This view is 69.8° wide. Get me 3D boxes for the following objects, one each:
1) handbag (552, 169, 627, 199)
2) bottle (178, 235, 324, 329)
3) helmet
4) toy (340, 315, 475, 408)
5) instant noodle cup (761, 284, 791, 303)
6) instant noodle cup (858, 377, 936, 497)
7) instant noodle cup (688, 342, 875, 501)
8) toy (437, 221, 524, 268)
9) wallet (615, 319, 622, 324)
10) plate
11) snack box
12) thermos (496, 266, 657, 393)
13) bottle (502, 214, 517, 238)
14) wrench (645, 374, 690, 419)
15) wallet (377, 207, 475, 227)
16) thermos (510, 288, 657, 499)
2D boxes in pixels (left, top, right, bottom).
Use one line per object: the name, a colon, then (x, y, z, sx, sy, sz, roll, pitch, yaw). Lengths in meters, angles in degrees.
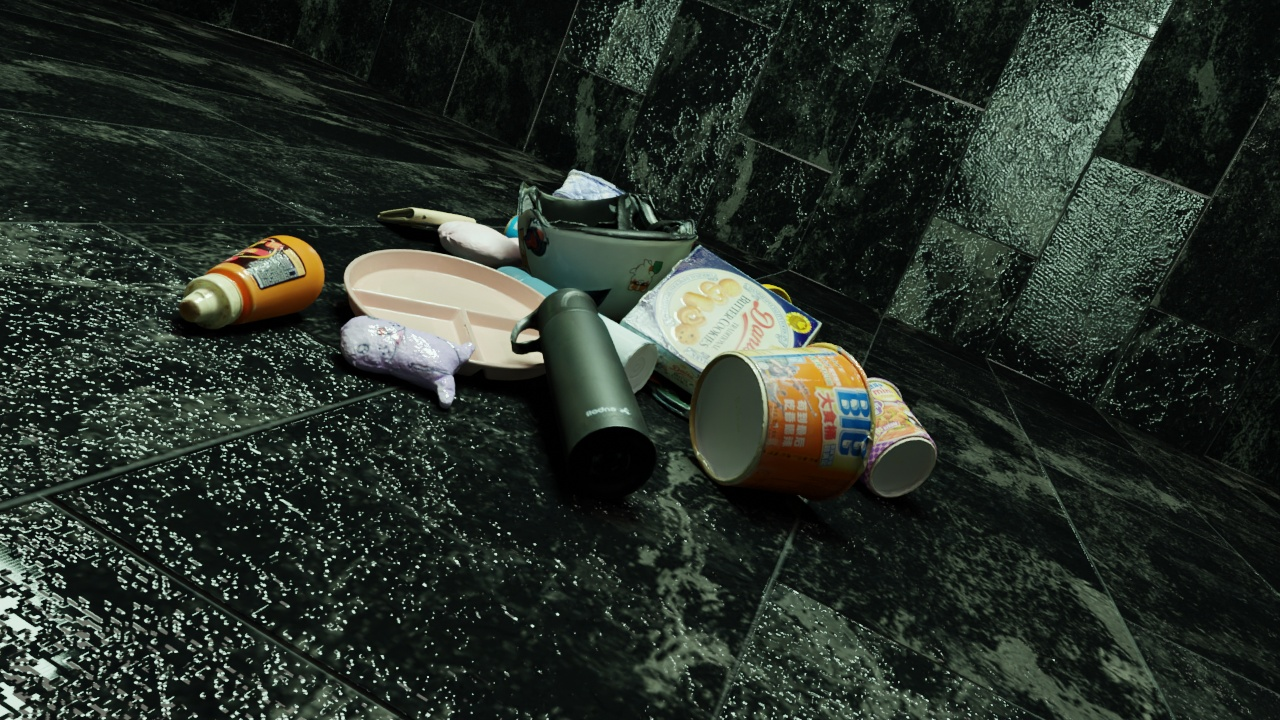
handbag: (-0.070, -0.202, 1.439, 0.134, 0.075, 0.194, 28, -22, 12)
bottle: (-0.316, -0.058, 0.739, 0.067, 0.067, 0.149, 24, 21, 4)
helmet: (-0.054, -0.129, 1.195, 0.229, 0.157, 0.274, -2, 25, -28)
toy: (-0.197, -0.003, 0.759, 0.108, 0.039, 0.083, 22, 36, -12)
instant noodle cup: (0.152, -0.069, 1.405, 0.118, 0.118, 0.114, 10, 12, -42)
instant noodle cup: (0.265, 0.090, 1.011, 0.111, 0.112, 0.099, 15, 23, -28)
instant noodle cup: (0.122, 0.054, 0.842, 0.111, 0.151, 0.151, 4, 22, -30)
toy: (-0.203, -0.157, 1.275, 0.159, 0.054, 0.121, 6, 17, -38)
wallet: (0.025, -0.047, 1.286, 0.131, 0.031, 0.108, 17, 17, -26)
plate: (-0.176, -0.046, 0.902, 0.229, 0.028, 0.229, 19, 25, -9)
snack box: (0.092, -0.032, 1.053, 0.182, 0.046, 0.177, 33, 48, 11)
thermos: (-0.083, -0.038, 1.011, 0.220, 0.070, 0.070, 30, 16, 28)
bottle: (-0.106, -0.154, 1.401, 0.219, 0.065, 0.065, 27, 15, 14)
wrench: (-0.006, 0.006, 1.064, 0.056, 0.016, 0.273, 14, 16, -43)
wallet: (-0.304, -0.200, 1.298, 0.087, 0.024, 0.115, 1, 2, 35)
thermos: (-0.056, 0.020, 0.778, 0.090, 0.068, 0.242, -13, 31, -7)
